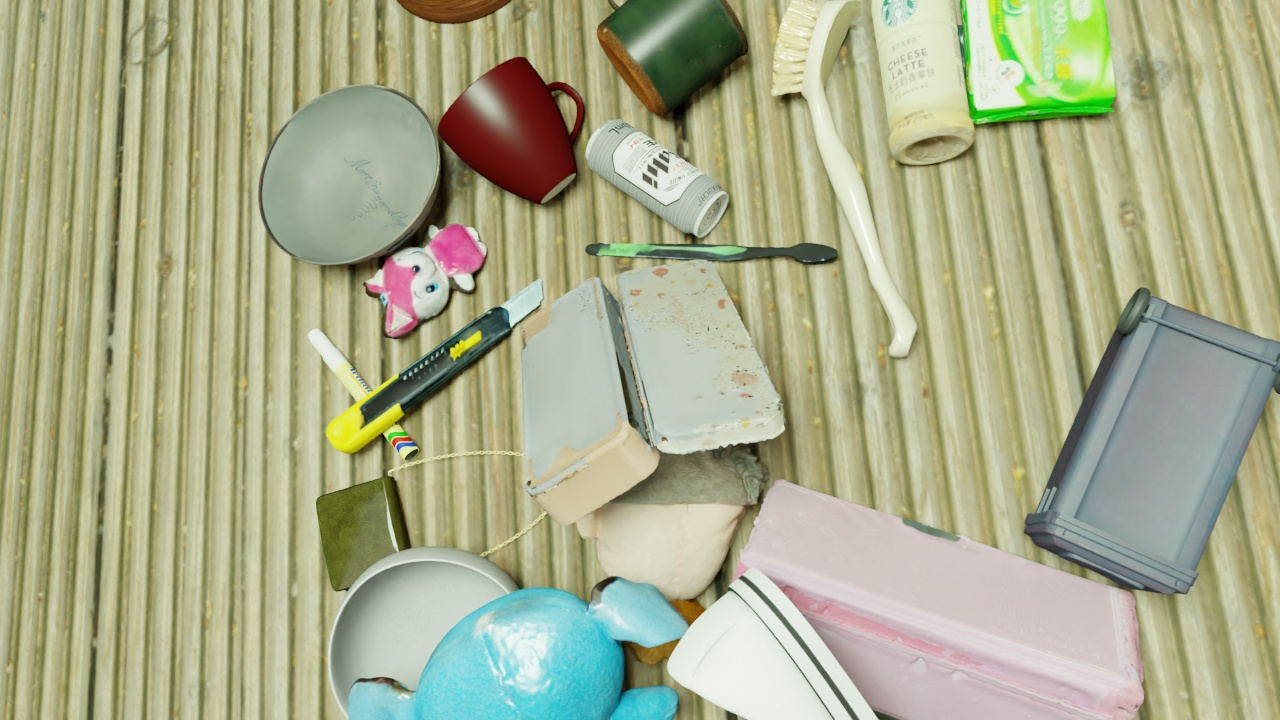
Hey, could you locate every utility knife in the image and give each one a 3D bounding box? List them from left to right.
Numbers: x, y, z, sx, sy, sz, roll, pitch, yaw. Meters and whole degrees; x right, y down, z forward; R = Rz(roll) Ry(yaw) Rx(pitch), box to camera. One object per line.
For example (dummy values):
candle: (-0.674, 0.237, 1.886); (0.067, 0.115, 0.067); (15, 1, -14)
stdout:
utility knife: (-0.150, 0.002, 0.689); (0.197, 0.020, 0.029); (-38, 75, -7)

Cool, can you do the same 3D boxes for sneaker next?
sneaker: (0.096, 0.244, 0.516); (0.097, 0.091, 0.245); (-34, 100, -12)

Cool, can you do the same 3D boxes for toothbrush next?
toothbrush: (0.049, -0.079, 0.675); (0.188, 0.017, 0.014); (3, 75, 16)

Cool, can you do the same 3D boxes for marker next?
marker: (-0.215, 0.025, 0.707); (0.014, 0.014, 0.132); (-44, 74, 1)

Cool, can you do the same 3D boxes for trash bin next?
trash bin: (0.304, 0.053, 0.549); (0.094, 0.092, 0.160); (24, 85, 16)

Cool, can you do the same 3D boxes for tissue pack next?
tissue pack: (0.274, -0.219, 0.643); (0.099, 0.034, 0.114); (-3, 80, 10)

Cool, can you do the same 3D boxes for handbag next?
handbag: (-0.145, 0.111, 0.674); (0.178, 0.027, 0.084); (-17, 75, 3)

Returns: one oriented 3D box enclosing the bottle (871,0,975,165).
bottle: (0.195, -0.223, 0.648); (0.056, 0.056, 0.162); (-6, 77, 11)

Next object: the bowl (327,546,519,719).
bowl: (-0.139, 0.189, 0.624); (0.132, 0.064, 0.132); (0, 93, -5)

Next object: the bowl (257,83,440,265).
bowl: (-0.217, -0.135, 0.717); (0.151, 0.057, 0.150); (-3, 76, 13)

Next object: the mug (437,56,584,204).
mug: (-0.081, -0.171, 0.694); (0.113, 0.087, 0.088); (-42, 94, -30)

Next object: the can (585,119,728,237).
can: (0.011, -0.135, 0.676); (0.106, 0.044, 0.044); (37, 88, 16)

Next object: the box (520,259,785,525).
box: (-0.004, 0.004, 0.585); (0.157, 0.216, 0.063); (-14, 120, 1)

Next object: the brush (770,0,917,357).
brush: (0.147, -0.132, 0.646); (0.077, 0.062, 0.272); (-17, 79, 25)

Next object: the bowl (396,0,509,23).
bowl: (-0.157, -0.359, 0.744); (0.147, 0.069, 0.147); (-2, 78, 12)

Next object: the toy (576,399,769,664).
toy: (0.018, 0.113, 0.611); (0.132, 0.076, 0.176); (7, 92, -16)

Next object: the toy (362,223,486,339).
toy: (-0.167, -0.069, 0.701); (0.102, 0.050, 0.065); (-36, 69, -2)

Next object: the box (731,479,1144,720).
box: (0.174, 0.175, 0.582); (0.233, 0.098, 0.115); (16, 124, 14)

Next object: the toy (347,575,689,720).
toy: (-0.064, 0.226, 0.559); (0.224, 0.099, 0.191); (-21, 109, 1)

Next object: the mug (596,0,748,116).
mug: (0.013, -0.246, 0.673); (0.081, 0.085, 0.111); (-38, 89, 4)
